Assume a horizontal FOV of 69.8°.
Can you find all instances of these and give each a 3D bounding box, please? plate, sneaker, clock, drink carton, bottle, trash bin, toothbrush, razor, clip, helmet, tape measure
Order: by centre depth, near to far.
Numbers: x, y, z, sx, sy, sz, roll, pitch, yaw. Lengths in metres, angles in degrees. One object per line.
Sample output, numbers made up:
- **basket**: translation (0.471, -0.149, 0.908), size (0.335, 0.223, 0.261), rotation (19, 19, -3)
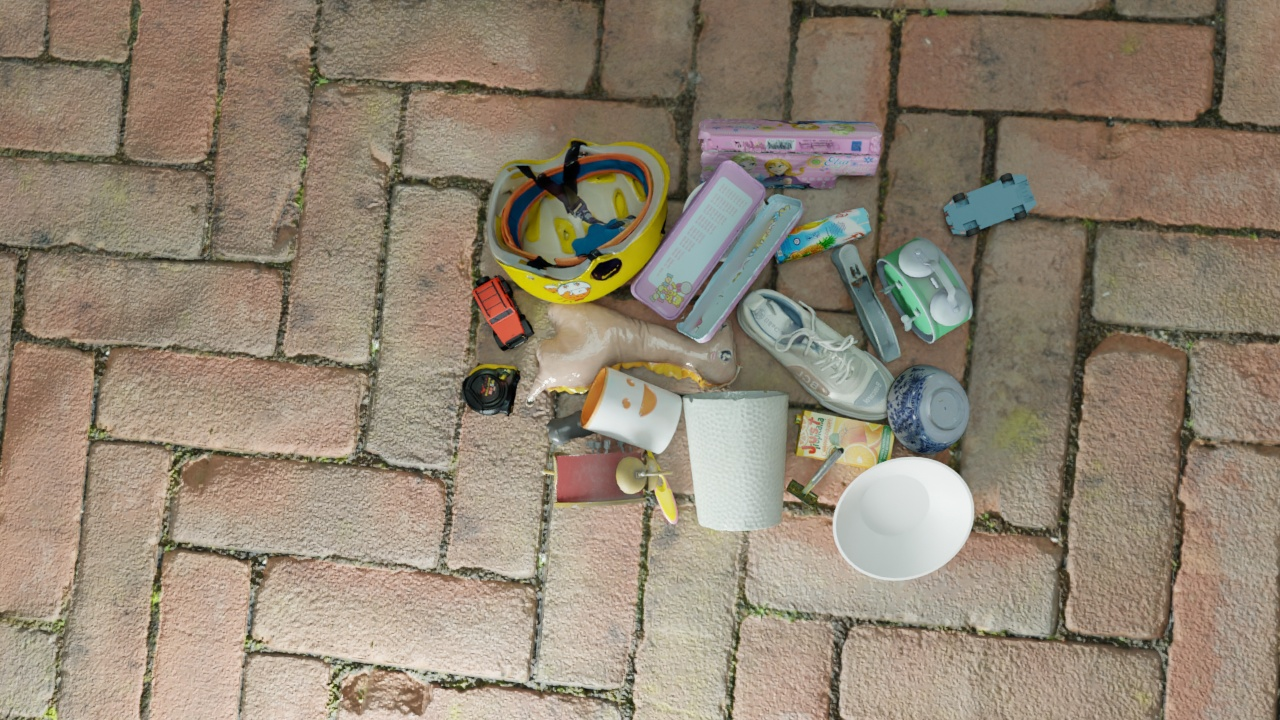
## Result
- **clock**: translation (0.344, -0.087, 1.113), size (0.075, 0.161, 0.122), rotation (-32, 84, 2)
- **plate**: translation (0.324, 0.191, 1.148), size (0.174, 0.036, 0.174), rotation (0, 111, -1)
- **trash bin**: translation (0.122, 0.122, 1.149), size (0.133, 0.133, 0.161), rotation (-2, 92, 6)
- **razor**: translation (0.226, 0.143, 1.156), size (0.042, 0.026, 0.106), rotation (35, 133, 7)
- **sneaker**: translation (0.224, -0.007, 1.158), size (0.242, 0.090, 0.089), rotation (38, 90, 5)
- **clock**: translation (-0.038, 0.141, 1.163), size (0.159, 0.117, 0.081), rotation (-5, 83, 20)
- **helmet**: translation (-0.066, -0.163, 1.164), size (0.240, 0.140, 0.208), rotation (-15, 57, 5)
- **drink carton**: translation (0.257, 0.102, 1.175), size (0.122, 0.041, 0.058), rotation (10, 89, 7)
- **clip**: translation (0.286, -0.076, 1.175), size (0.027, 0.090, 0.162), rotation (-24, 99, 3)
- **drink carton**: translation (0.234, -0.161, 1.187), size (0.129, 0.044, 0.038), rotation (-18, 86, 7)
- **toothbrush**: translation (0.022, 0.151, 1.209), size (0.021, 0.016, 0.135), rotation (-20, 85, 0)
- **bottle**: translation (-0.068, 0.080, 1.211), size (0.110, 0.036, 0.036), rotation (-19, 86, 5)
- **tape measure**: translation (-0.199, 0.039, 1.225), size (0.072, 0.042, 0.071), rotation (10, 89, 2)

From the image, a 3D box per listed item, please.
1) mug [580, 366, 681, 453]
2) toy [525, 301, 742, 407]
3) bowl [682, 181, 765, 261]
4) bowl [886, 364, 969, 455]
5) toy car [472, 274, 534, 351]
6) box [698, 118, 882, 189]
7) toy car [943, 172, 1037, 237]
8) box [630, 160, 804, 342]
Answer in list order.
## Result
- **mug**: translation (-0.012, 0.063, 1.154), size (0.105, 0.082, 0.082), rotation (21, 90, -13)
- **toy**: translation (-0.007, 0.007, 1.203), size (0.264, 0.065, 0.196), rotation (19, 99, 0)
- **bowl**: translation (0.111, -0.181, 1.202), size (0.110, 0.040, 0.110), rotation (0, 87, 5)
- **bowl**: translation (0.367, 0.060, 1.141), size (0.114, 0.045, 0.114), rotation (2, 85, -19)
- **toy car**: translation (-0.187, -0.065, 1.224), size (0.051, 0.049, 0.100), rotation (-29, 85, 4)
- **box**: translation (0.189, -0.260, 1.187), size (0.230, 0.084, 0.091), rotation (3, 116, 6)
- **toy car**: translation (0.445, -0.197, 1.175), size (0.108, 0.027, 0.060), rotation (-20, 86, 14)
- **box**: translation (0.097, -0.133, 1.147), size (0.140, 0.062, 0.214), rotation (36, 90, 24)
